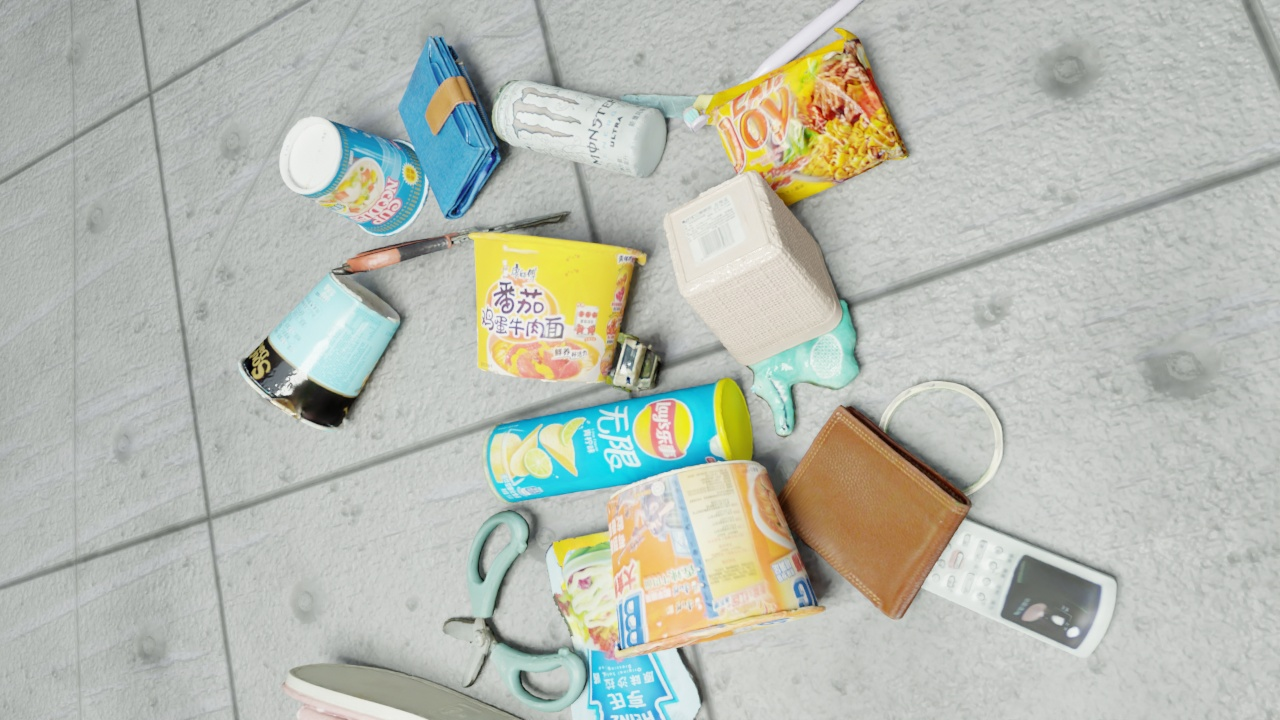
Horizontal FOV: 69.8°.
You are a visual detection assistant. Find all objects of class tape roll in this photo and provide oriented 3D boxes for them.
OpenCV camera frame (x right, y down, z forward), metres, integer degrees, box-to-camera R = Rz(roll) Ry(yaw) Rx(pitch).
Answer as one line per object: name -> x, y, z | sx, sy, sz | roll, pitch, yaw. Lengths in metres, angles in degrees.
tape roll -> 0.215, 0.058, 0.659 | 0.086, 0.014, 0.085 | -3, 83, 25

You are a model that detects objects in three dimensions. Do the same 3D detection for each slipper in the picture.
slipper -> -0.179, 0.311, 0.761 | 0.275, 0.114, 0.054 | 11, 85, 19

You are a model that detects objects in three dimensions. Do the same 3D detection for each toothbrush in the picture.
toothbrush -> 0.113, -0.246, 0.727 | 0.189, 0.021, 0.029 | -36, 32, 9

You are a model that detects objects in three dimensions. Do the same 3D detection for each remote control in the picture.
remote control -> 0.243, 0.147, 0.632 | 0.150, 0.021, 0.058 | 20, 93, 26

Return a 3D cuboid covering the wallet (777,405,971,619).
wallet -> 0.162, 0.105, 0.653 | 0.124, 0.032, 0.101 | 42, 112, 37

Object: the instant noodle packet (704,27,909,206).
instant noodle packet -> 0.122, -0.176, 0.697 | 0.129, 0.044, 0.111 | -22, 97, 22

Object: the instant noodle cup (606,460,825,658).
instant noodle cup -> 0.044, 0.142, 0.659 | 0.152, 0.151, 0.111 | -20, 69, 21

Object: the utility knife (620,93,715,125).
utility knife -> 0.081, -0.205, 0.746 | 0.220, 0.022, 0.031 | 10, 84, 19

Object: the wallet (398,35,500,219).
wallet -> -0.178, -0.211, 0.838 | 0.107, 0.040, 0.133 | -44, 66, 46

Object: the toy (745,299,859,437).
toy -> 0.122, 0.008, 0.698 | 0.092, 0.030, 0.096 | -12, 77, 27

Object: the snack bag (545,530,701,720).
snack bag -> -0.013, 0.231, 0.733 | 0.110, 0.039, 0.191 | -14, 79, 13

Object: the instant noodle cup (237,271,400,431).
instant noodle cup -> -0.288, -0.013, 0.852 | 0.111, 0.111, 0.120 | 40, 93, 23

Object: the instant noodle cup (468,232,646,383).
instant noodle cup -> -0.073, -0.042, 0.741 | 0.138, 0.137, 0.110 | 7, 95, 25

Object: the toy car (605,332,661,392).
toy car -> -0.004, 0.004, 0.723 | 0.035, 0.090, 0.042 | 13, 86, 8

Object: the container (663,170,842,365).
container -> 0.079, -0.068, 0.669 | 0.090, 0.111, 0.089 | -24, 55, 20

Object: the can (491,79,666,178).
can -> -0.053, -0.199, 0.784 | 0.147, 0.058, 0.058 | 20, 93, 25

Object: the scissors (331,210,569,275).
scissors -> -0.172, -0.105, 0.819 | 0.207, 0.192, 0.015 | 3, 111, 51

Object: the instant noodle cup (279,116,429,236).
instant noodle cup -> -0.270, -0.175, 0.852 | 0.099, 0.109, 0.099 | -3, 84, 25

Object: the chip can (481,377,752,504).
chip can -> -0.021, 0.068, 0.734 | 0.211, 0.071, 0.071 | -12, 79, 23

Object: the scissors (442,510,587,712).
scissors -> -0.110, 0.207, 0.770 | 0.171, 0.019, 0.180 | 2, 91, 39
